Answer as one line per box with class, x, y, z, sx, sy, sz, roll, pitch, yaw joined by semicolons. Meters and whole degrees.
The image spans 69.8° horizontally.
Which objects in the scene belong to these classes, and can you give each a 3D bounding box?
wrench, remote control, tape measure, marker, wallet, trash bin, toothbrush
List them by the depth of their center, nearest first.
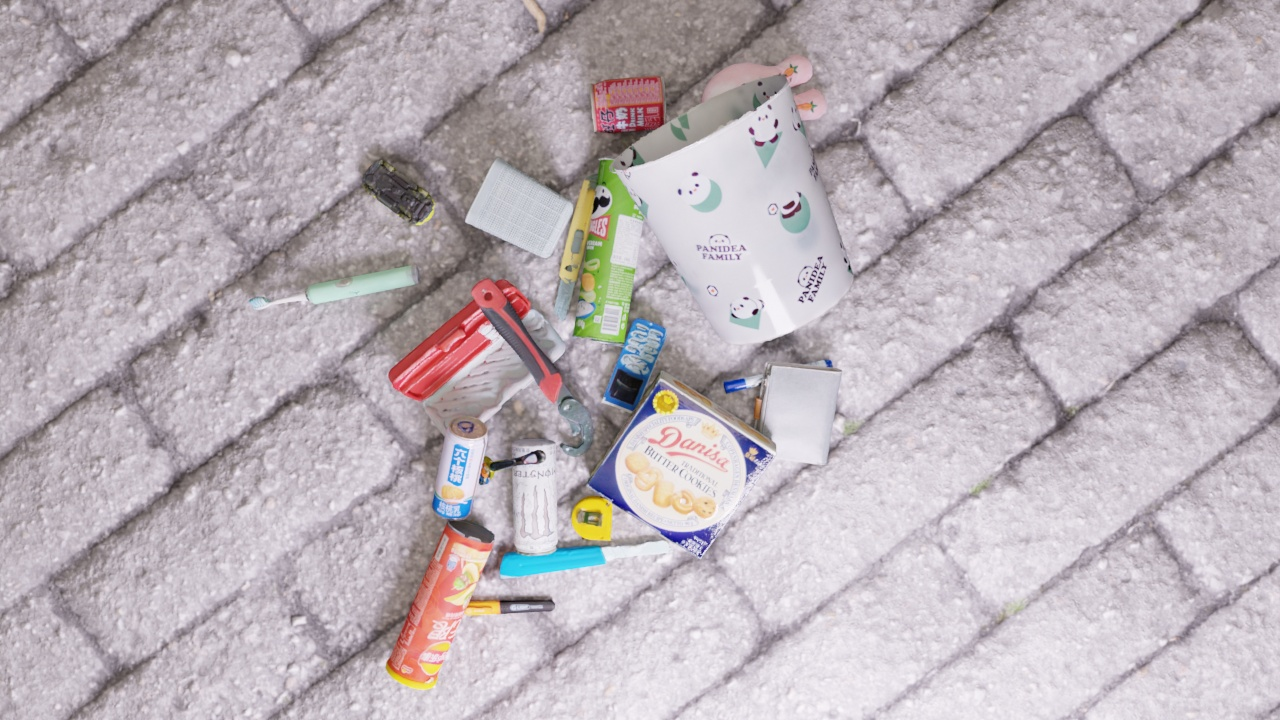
trash bin;0.120;-0.171;1.089;0.229;0.229;0.252;-28;110;1
wrench;-0.132;0.011;1.169;0.056;0.016;0.273;-36;115;-15
toothbrush;-0.400;-0.093;1.202;0.224;0.027;0.026;-11;54;1
wallet;0.202;0.068;1.209;0.106;0.037;0.130;7;105;0
remote control;-0.007;0.007;1.211;0.049;0.024;0.125;22;96;-2
marker;0.183;0.021;1.217;0.146;0.017;0.017;-13;94;0
tape measure;-0.064;0.210;1.222;0.057;0.029;0.060;3;93;0
marker;-0.177;0.333;1.237;0.124;0.015;0.018;-2;98;-2

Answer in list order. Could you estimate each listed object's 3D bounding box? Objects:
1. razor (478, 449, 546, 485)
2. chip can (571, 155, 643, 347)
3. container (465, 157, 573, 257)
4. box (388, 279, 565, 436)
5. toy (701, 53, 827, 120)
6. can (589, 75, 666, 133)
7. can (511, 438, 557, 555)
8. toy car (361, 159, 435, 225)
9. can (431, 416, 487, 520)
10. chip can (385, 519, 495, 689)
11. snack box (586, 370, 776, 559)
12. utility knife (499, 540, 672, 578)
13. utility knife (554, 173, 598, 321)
razor;-0.172;0.133;1.176;0.143;0.022;0.042;-16;88;41
chip can;-0.036;-0.139;1.178;0.072;0.072;0.236;9;94;-1
container;-0.150;-0.189;1.168;0.111;0.090;0.090;27;93;-5
box;-0.206;0.004;1.175;0.201;0.110;0.100;-40;65;1
toy;0.160;-0.331;1.179;0.159;0.054;0.121;-27;94;-7
can;-0.016;-0.325;1.168;0.094;0.066;0.066;-5;94;0
can;-0.139;0.178;1.205;0.058;0.058;0.147;-1;93;0
toy car;-0.313;-0.217;1.193;0.105;0.032;0.048;36;93;9
can;-0.232;0.139;1.179;0.053;0.053;0.135;16;119;-1
chip can;-0.263;0.318;1.208;0.073;0.073;0.216;22;93;-2
snack box;0.052;0.136;1.197;0.178;0.045;0.183;33;104;-2
utility knife;-0.074;0.264;1.230;0.234;0.018;0.034;-6;92;1
utility knife;-0.083;-0.150;1.209;0.031;0.021;0.201;15;98;5
